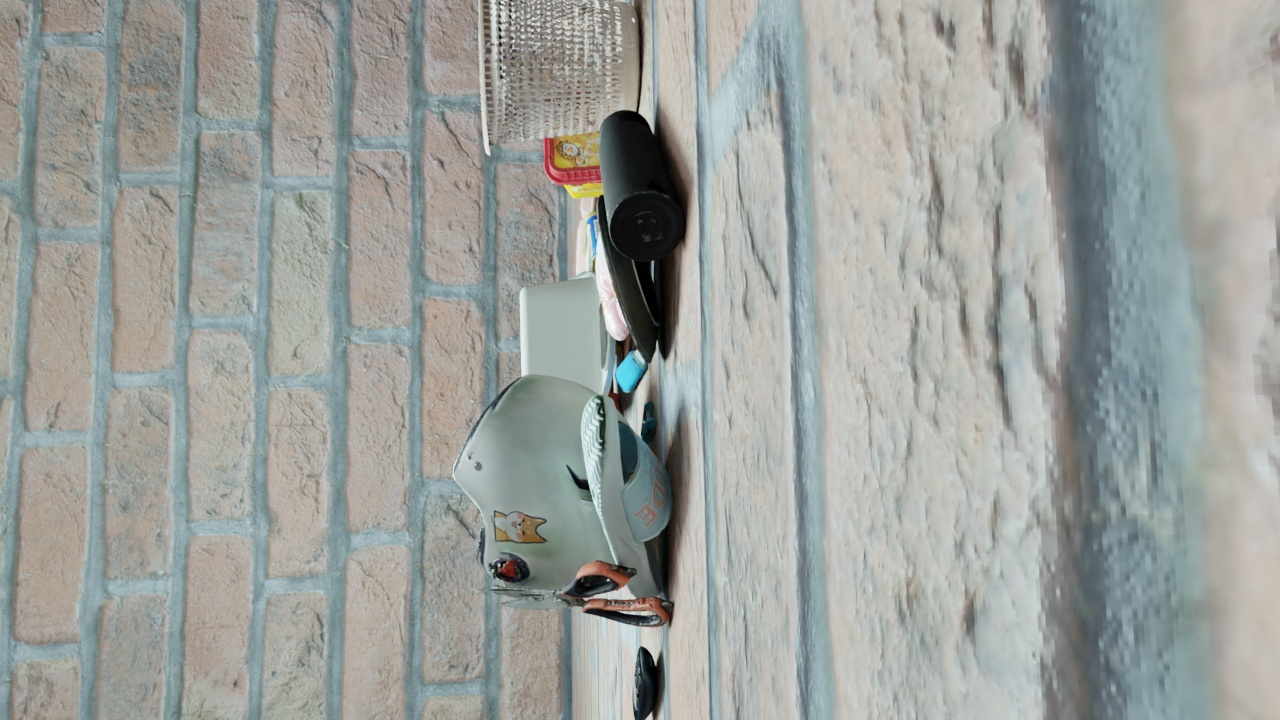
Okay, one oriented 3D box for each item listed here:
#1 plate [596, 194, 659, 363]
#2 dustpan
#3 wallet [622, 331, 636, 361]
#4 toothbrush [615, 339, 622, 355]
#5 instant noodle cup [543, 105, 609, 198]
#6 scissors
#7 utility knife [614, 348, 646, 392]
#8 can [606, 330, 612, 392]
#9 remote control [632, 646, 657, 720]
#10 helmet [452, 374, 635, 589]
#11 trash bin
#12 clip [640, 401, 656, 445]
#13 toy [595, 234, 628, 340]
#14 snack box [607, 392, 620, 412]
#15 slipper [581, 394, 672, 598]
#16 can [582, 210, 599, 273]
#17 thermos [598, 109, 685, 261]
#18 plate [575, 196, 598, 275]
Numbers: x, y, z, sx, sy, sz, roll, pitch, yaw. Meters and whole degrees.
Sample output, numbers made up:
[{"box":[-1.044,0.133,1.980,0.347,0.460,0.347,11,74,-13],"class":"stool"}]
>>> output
[{"box":[-0.006,-0.086,0.938,0.179,0.024,0.179,-15,-91,-82],"class":"plate"},{"box":[-0.092,-0.014,1.316,0.258,0.143,0.222,57,-150,-80],"class":"dustpan"},{"box":[-0.014,-0.058,1.178,0.122,0.020,0.096,101,170,-60],"class":"wallet"},{"box":[-0.027,-0.065,1.295,0.190,0.015,0.016,101,162,-57],"class":"toothbrush"},{"box":[-0.074,-0.291,1.316,0.124,0.116,0.116,68,-161,-77],"class":"instant noodle cup"},{"box":[-0.071,0.239,0.945,0.205,0.202,0.015,106,-172,-49],"class":"scissors"},{"box":[-0.007,0.006,1.107,0.034,0.018,0.217,55,166,5],"class":"utility knife"},{"box":[-0.078,0.018,1.542,0.058,0.058,0.147,102,165,-62],"class":"can"},{"box":[0.006,0.361,1.018,0.137,0.024,0.053,96,169,-49],"class":"remote control"},{"box":[-0.071,0.148,1.038,0.229,0.157,0.274,-43,-56,-50],"class":"helmet"},{"box":[-0.103,-0.374,1.157,0.227,0.192,0.227,178,91,-83],"class":"trash bin"},{"box":[0.008,0.073,1.023,0.055,0.013,0.038,96,171,-45],"class":"clip"},{"box":[-0.022,-0.108,1.081,0.121,0.054,0.159,133,137,-65],"class":"toy"},{"box":[-0.070,0.091,1.389,0.082,0.080,0.091,104,164,-67],"class":"snack box"},{"box":[-0.003,0.142,0.905,0.104,0.074,0.246,-102,-2,-54],"class":"slipper"},{"box":[-0.051,-0.150,1.317,0.102,0.057,0.083,98,166,-54],"class":"can"},{"box":[0.001,-0.174,0.911,0.090,0.068,0.242,57,-167,-30],"class":"thermos"},{"box":[-0.078,-0.200,1.485,0.229,0.028,0.229,8,-94,-88],"class":"plate"}]
